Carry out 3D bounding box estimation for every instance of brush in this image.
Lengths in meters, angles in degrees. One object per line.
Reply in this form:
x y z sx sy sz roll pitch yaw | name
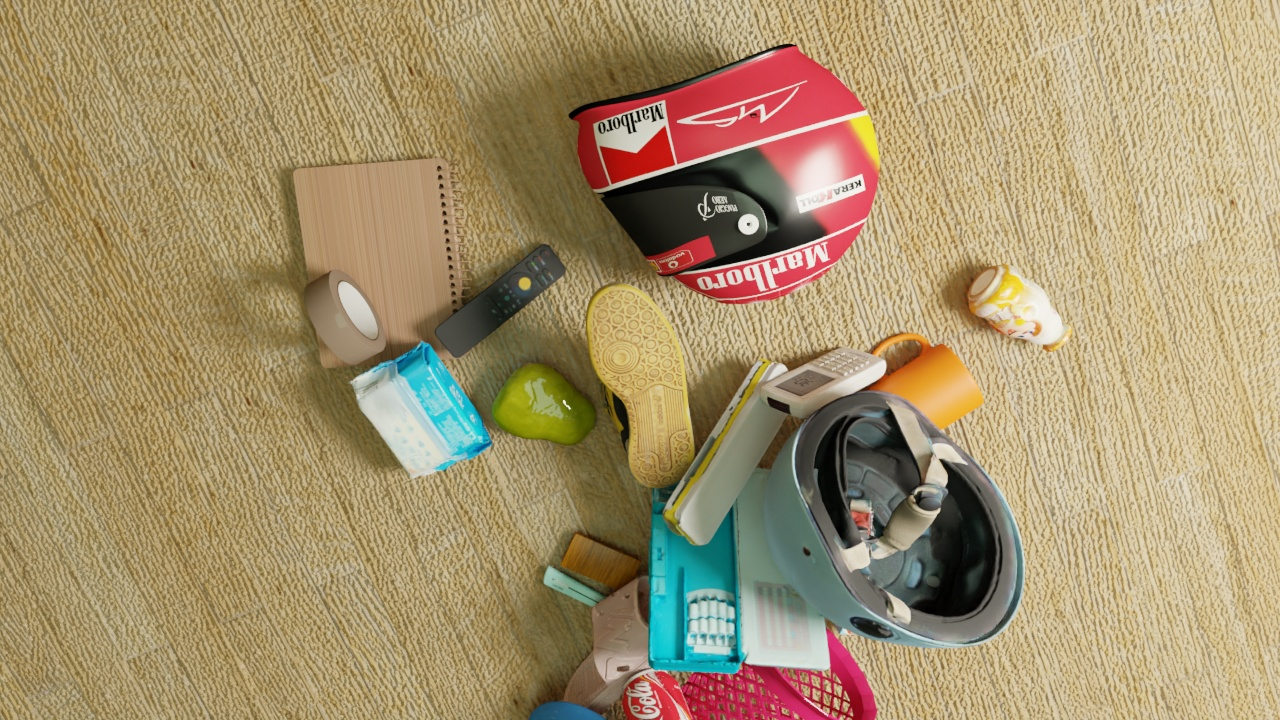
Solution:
-0.025 0.237 1.047 0.126 0.017 0.048 24 100 -6 | brush

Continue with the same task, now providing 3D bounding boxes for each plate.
-0.049 0.483 1.026 0.224 0.024 0.225 19 124 31 | plate

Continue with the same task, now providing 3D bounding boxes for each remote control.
-0.147 -0.063 0.967 0.152 0.020 0.041 -39 107 -6 | remote control
0.191 0.021 0.953 0.138 0.060 0.025 -23 119 -32 | remote control

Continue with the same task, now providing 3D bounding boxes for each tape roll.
-0.296 -0.043 0.923 0.030 0.093 0.094 -27 101 6 | tape roll

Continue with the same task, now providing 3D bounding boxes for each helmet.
0.090 -0.165 0.875 0.271 0.197 0.225 -15 102 11 | helmet
0.236 0.164 0.894 0.265 0.167 0.224 37 58 -1 | helmet

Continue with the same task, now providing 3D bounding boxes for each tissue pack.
-0.232 0.056 0.976 0.093 0.061 0.144 -28 114 4 | tissue pack

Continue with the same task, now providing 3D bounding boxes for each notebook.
-0.266 -0.101 0.970 0.169 0.022 0.210 -4 102 1 | notebook

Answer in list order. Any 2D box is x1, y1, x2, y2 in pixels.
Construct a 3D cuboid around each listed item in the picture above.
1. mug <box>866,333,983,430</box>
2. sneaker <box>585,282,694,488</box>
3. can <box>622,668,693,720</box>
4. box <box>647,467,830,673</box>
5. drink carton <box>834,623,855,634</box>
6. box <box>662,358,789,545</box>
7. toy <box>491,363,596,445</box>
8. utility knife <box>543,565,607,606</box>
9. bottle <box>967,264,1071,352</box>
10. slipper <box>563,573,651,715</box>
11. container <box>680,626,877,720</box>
0.293 0.025 0.985 0.096 0.077 0.112 -33 72 6 | mug
-0.006 0.006 0.932 0.086 0.122 0.239 -15 123 -3 | sneaker
0.023 0.380 0.952 0.064 0.104 0.064 -14 139 -13 | can
0.100 0.210 0.956 0.182 0.226 0.039 4 143 -2 | box
0.284 0.292 1.053 0.129 0.038 0.044 1 102 -1 | drink carton
0.097 0.094 0.953 0.045 0.066 0.209 23 69 33 | box
-0.101 0.054 0.991 0.110 0.051 0.090 32 102 -10 | toy
-0.059 0.271 1.057 0.120 0.015 0.022 29 98 -10 | utility knife
0.402 -0.053 0.971 0.109 0.063 0.063 34 99 -8 | bottle
-0.028 0.309 1.011 0.064 0.094 0.240 30 112 -19 | slipper
0.114 0.397 1.013 0.183 0.183 0.226 37 106 -8 | container
